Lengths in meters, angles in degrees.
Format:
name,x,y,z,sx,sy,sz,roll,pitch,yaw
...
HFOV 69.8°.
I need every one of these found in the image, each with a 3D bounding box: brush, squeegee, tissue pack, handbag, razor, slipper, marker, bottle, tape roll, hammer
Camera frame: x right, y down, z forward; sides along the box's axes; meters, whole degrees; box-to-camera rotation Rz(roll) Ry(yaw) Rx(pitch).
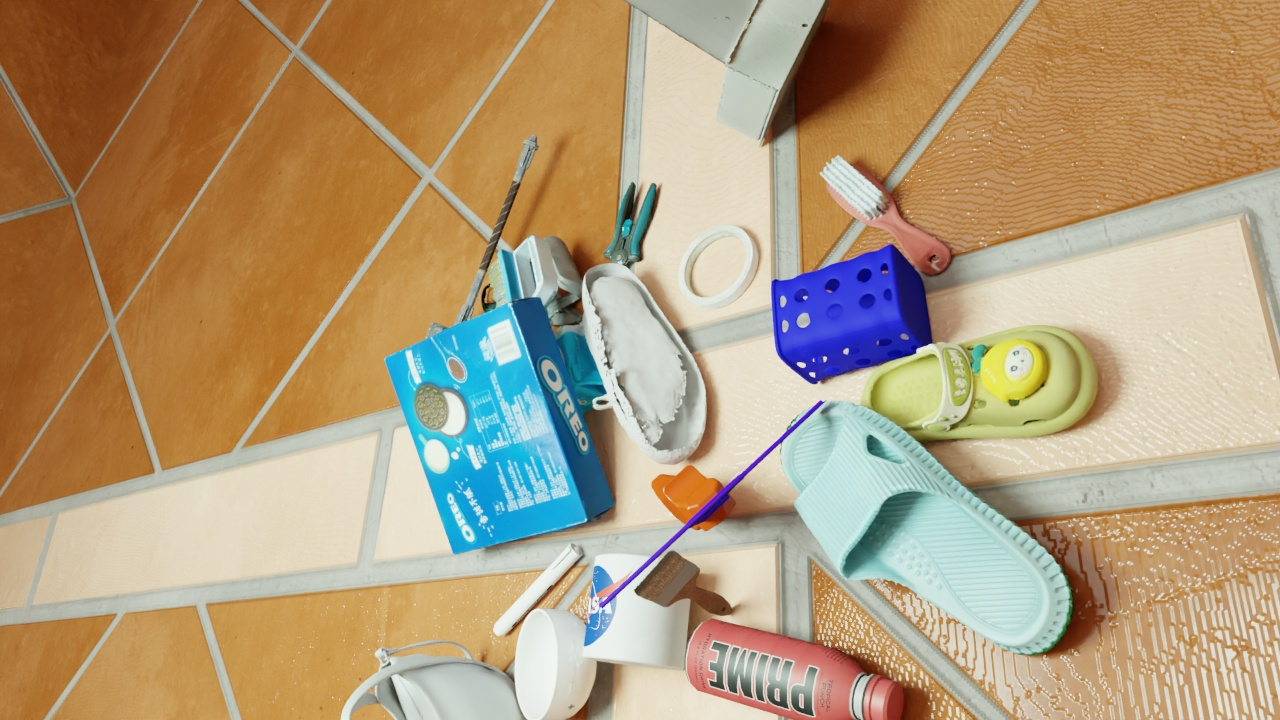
name,x,y,z,sx,sy,sz,roll,pitch,yaw
brush,-0.123,-0.068,1.018,0.075,0.055,0.135,-39,49,30
squeegee,0.046,0.124,0.828,0.249,0.055,0.185,-41,11,-12
tissue pack,-0.101,0.026,1.030,0.145,0.061,0.092,-35,51,22
handbag,-0.191,0.343,0.844,0.095,0.222,0.216,-52,47,6
razor,-0.123,-0.080,1.096,0.116,0.047,0.088,-43,46,20
slipper,0.256,0.015,0.733,0.191,0.081,0.091,-14,59,37
slipper,0.202,0.124,0.716,0.276,0.069,0.116,39,119,40
slipper,-0.006,0.006,0.955,0.112,0.075,0.246,-20,54,-7
brush,0.227,-0.139,0.862,0.041,0.030,0.172,-46,49,13
marker,-0.111,0.243,0.964,0.134,0.020,0.017,-48,52,12
bottle,0.122,0.256,0.739,0.177,0.062,0.062,1,71,40
tape roll,0.082,-0.099,0.972,0.093,0.013,0.093,-18,60,33
brush,0.045,0.197,0.774,0.045,0.143,0.008,-47,49,0
hammer,-0.192,-0.137,1.165,0.099,0.044,0.322,15,84,56

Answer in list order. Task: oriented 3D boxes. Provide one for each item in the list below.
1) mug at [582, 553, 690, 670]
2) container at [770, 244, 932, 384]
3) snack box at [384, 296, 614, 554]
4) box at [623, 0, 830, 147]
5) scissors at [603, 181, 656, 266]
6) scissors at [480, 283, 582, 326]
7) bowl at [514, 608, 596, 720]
name,x,y,z,sx,sy,sz,roll,pitch,yaw
mug,-0.006,0.233,0.847,0.121,0.091,0.090,137,143,-65
container,0.187,-0.039,0.810,0.114,0.085,0.084,-17,60,32
snack box,-0.155,0.075,0.981,0.196,0.056,0.239,-20,90,32
box,0.049,-0.380,0.796,0.149,0.506,0.166,22,84,39
scissors,-0.019,-0.144,1.070,0.129,0.019,0.138,-35,58,13
scissors,-0.140,-0.068,1.140,0.210,0.015,0.154,-27,53,27
bowl,-0.078,0.291,0.879,0.105,0.054,0.104,-27,58,57
